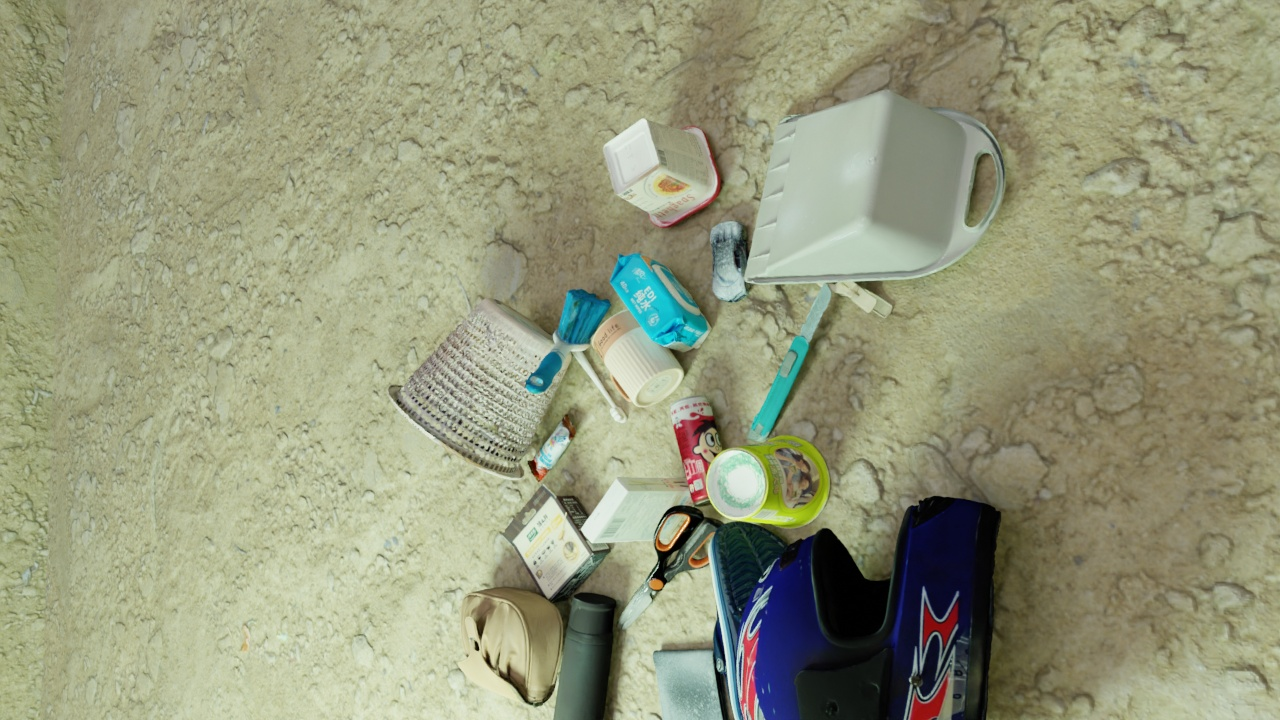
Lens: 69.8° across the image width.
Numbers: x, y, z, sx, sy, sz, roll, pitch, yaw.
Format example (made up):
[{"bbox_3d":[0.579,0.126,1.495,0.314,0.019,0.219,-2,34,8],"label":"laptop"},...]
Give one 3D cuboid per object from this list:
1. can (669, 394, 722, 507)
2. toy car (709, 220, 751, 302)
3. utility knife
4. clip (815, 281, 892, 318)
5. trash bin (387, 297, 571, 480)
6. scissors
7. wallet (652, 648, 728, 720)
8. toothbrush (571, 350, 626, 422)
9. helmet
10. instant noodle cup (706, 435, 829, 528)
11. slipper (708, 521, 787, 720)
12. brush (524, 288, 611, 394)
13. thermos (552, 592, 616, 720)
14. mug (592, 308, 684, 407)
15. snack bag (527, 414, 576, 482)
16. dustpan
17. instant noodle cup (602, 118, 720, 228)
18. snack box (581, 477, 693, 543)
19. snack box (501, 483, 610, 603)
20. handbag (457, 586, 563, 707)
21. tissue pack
[{"bbox_3d":[0.076,0.113,1.152,0.053,0.053,0.132,-25,70,33],"label":"can"},{"bbox_3d":[0.112,-0.126,1.167,0.049,0.031,0.105,-10,79,37],"label":"toy car"},{"bbox_3d":[0.177,0.008,1.093,0.029,0.013,0.220,38,117,35],"label":"utility knife"},{"bbox_3d":[0.241,-0.083,1.057,0.100,0.074,0.035,45,111,34],"label":"clip"},{"bbox_3d":[-0.209,0.028,1.295,0.227,0.227,0.192,36,93,34],"label":"trash bin"},{"bbox_3d":[0.015,0.265,1.175,0.235,0.021,0.139,-35,110,23],"label":"scissors"},{"bbox_3d":[0.064,0.423,1.149,0.097,0.019,0.120,-16,76,37],"label":"wallet"},{"bbox_3d":[-0.071,0.019,1.298,0.016,0.016,0.180,-47,59,21],"label":"toothbrush"},{"bbox_3d":[0.216,0.281,0.898,0.241,0.247,0.315,5,94,19],"label":"helmet"},{"bbox_3d":[0.140,0.140,1.056,0.112,0.123,0.111,-5,81,37],"label":"instant noodle cup"},{"bbox_3d":[0.136,0.315,1.064,0.095,0.105,0.252,120,147,-60],"label":"slipper"},{"bbox_3d":[-0.092,-0.030,1.164,0.060,0.314,0.109,23,97,0],"label":"brush"},{"bbox_3d":[-0.080,0.438,1.234,0.090,0.068,0.242,180,98,-69],"label":"thermos"},{"bbox_3d":[-0.007,0.007,1.219,0.106,0.081,0.115,55,142,27],"label":"mug"},{"bbox_3d":[-0.125,0.127,1.320,0.105,0.026,0.045,-53,38,20],"label":"snack bag"},{"bbox_3d":[0.266,-0.187,1.045,0.258,0.142,0.222,-10,64,63],"label":"dustpan"},{"bbox_3d":[0.024,-0.248,1.190,0.117,0.124,0.116,-27,69,32],"label":"instant noodle cup"},{"bbox_3d":[0.004,0.185,1.134,0.027,0.156,0.085,45,110,32],"label":"snack box"},{"bbox_3d":[-0.119,0.255,1.284,0.113,0.053,0.125,-50,58,22],"label":"snack box"},{"bbox_3d":[-0.191,0.394,1.278,0.205,0.099,0.147,-11,81,54],"label":"handbag"},{"bbox_3d":[0.027,-0.076,1.188,0.063,0.090,0.140,-43,62,17],"label":"tissue pack"}]
